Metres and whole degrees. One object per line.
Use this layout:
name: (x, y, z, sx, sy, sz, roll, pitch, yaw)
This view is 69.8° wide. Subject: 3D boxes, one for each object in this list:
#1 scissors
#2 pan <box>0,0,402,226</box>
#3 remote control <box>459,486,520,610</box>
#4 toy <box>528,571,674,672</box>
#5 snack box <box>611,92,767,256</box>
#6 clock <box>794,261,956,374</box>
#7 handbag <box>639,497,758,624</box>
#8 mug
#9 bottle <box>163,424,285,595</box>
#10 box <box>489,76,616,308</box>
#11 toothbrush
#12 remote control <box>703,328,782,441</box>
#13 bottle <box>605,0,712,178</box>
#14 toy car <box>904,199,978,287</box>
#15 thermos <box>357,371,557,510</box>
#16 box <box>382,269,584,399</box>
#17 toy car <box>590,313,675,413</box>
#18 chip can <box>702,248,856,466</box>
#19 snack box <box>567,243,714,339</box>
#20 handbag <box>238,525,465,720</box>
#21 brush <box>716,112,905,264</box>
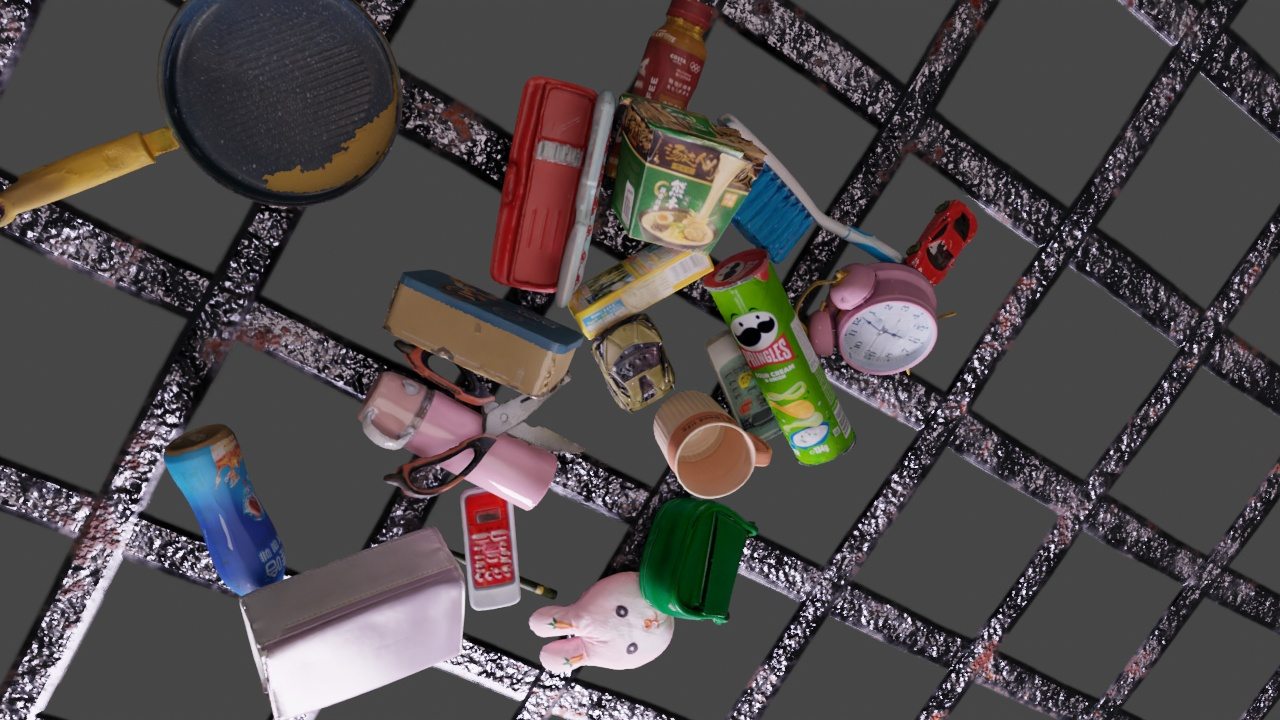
scissors: (-0.153, 0.061, 0.893, 0.222, 0.015, 0.188, 30, 61, -21)
pan: (-0.378, -0.197, 0.778, 0.357, 0.078, 0.198, -24, 111, -5)
remote control: (-0.160, 0.200, 0.979, 0.055, 0.020, 0.136, -6, 101, -17)
toy: (-0.041, 0.301, 1.034, 0.159, 0.054, 0.121, -17, 110, -3)
snack box: (0.030, -0.160, 0.812, 0.117, 0.118, 0.106, 12, 114, -20)
clock: (0.237, -0.045, 0.960, 0.158, 0.059, 0.117, 17, 130, -12)
handbag: (0.066, 0.221, 1.010, 0.120, 0.068, 0.131, 27, 75, -35)
mug: (0.078, 0.086, 0.962, 0.114, 0.106, 0.082, 6, 106, -15)
bottle: (-0.394, 0.171, 0.900, 0.065, 0.065, 0.219, -16, 110, -8)
box: (-0.077, -0.155, 0.850, 0.095, 0.101, 0.202, 9, 105, -17)
toothbrush: (-0.174, 0.227, 0.999, 0.185, 0.012, 0.017, 27, 106, -20)
remote control: (0.117, 0.027, 0.998, 0.056, 0.019, 0.135, -25, 111, -4)
bottle: (0.020, -0.250, 0.865, 0.057, 0.057, 0.175, 15, 103, -18)
toy car: (0.321, -0.123, 0.980, 0.049, 0.031, 0.106, 44, 75, -20)
thermos: (-0.182, 0.085, 0.912, 0.198, 0.087, 0.067, 32, 119, -22)
box: (-0.140, -0.024, 0.855, 0.184, 0.089, 0.062, 21, 102, 5)
toy car: (-0.005, 0.005, 0.915, 0.070, 0.042, 0.158, -30, 152, -2)
chip can: (0.148, 0.001, 0.950, 0.072, 0.072, 0.236, -31, 113, -2)
snack box: (-0.004, -0.077, 0.900, 0.140, 0.087, 0.034, -28, 111, -4)
handbag: (-0.279, 0.263, 0.911, 0.196, 0.098, 0.145, -16, 129, -29)
brush: (0.173, -0.138, 0.944, 0.314, 0.060, 0.109, 41, 91, -24)
